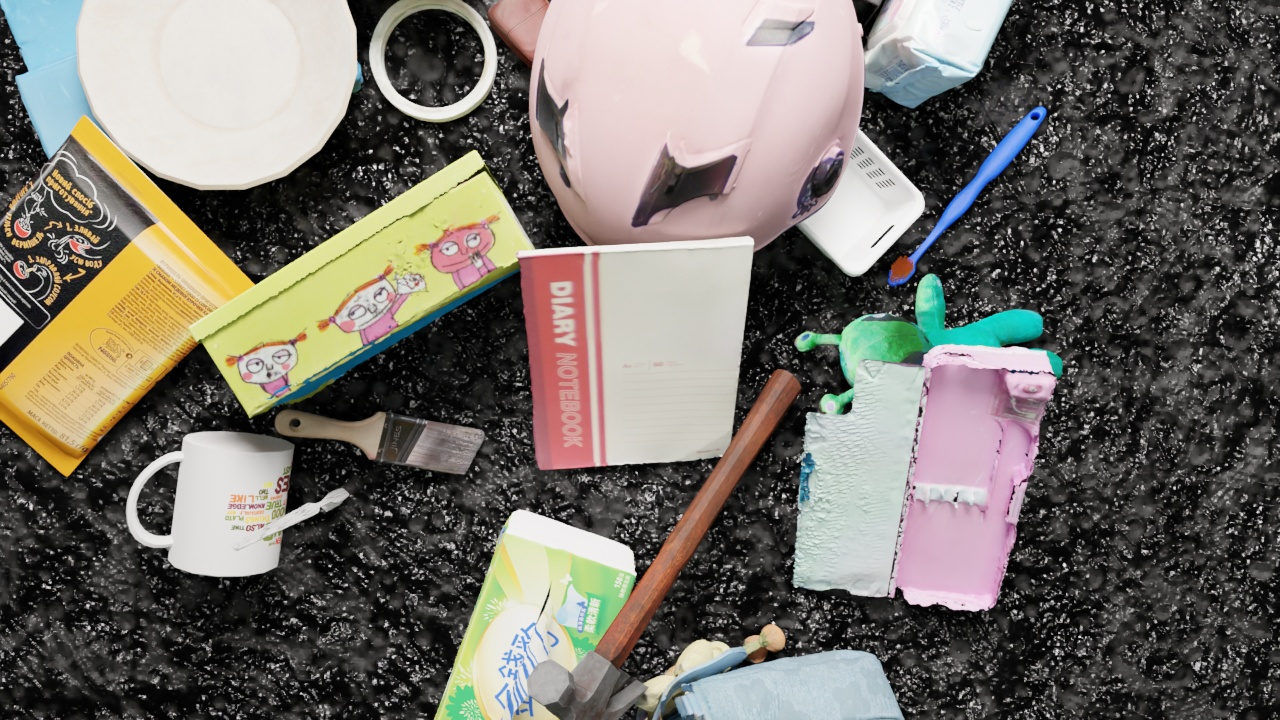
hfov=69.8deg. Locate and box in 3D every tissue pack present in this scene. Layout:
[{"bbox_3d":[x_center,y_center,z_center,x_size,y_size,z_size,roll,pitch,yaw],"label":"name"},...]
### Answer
[{"bbox_3d":[-0.081,0.223,0.657,0.120,0.141,0.197,14,93,-4],"label":"tissue pack"},{"bbox_3d":[0.226,-0.277,0.657,0.070,0.112,0.182,23,92,-6],"label":"tissue pack"}]

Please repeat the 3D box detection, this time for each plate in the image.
[{"bbox_3d":[-0.290,-0.213,0.638,0.188,0.027,0.189,0,93,-2],"label":"plate"}]

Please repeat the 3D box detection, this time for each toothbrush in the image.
[{"bbox_3d":[-0.235,0.108,0.621,0.010,0.181,0.010,44,93,0],"label":"toothbrush"},{"bbox_3d":[0.255,-0.129,0.716,0.016,0.018,0.182,41,91,23],"label":"toothbrush"}]

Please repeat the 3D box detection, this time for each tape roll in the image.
[{"bbox_3d":[-0.154,-0.227,0.687,0.093,0.013,0.093,0,94,-4],"label":"tape roll"}]

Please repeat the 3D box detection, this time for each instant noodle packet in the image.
[{"bbox_3d":[-0.405,-0.038,0.657,0.221,0.032,0.160,-40,102,12],"label":"instant noodle packet"}]

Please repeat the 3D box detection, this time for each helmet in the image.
[{"bbox_3d":[0.030,-0.183,0.606,0.230,0.152,0.255,32,96,12],"label":"helmet"}]

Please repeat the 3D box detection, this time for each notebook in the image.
[{"bbox_3d":[-0.004,0.004,0.648,0.153,0.012,0.209,-4,134,-5],"label":"notebook"}]

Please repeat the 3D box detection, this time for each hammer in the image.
[{"bbox_3d":[0.033,0.127,0.657,0.028,0.111,0.300,23,64,31],"label":"hammer"}]

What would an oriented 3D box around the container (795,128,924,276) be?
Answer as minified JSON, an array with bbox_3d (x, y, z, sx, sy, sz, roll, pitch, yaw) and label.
[{"bbox_3d":[0.139,-0.132,0.693,0.129,0.049,0.081,44,90,-5],"label":"container"}]

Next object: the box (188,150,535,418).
[{"bbox_3d":[-0.184,-0.051,0.645,0.221,0.124,0.081,-29,94,1],"label":"box"}]

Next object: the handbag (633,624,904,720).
[{"bbox_3d":[0.090,0.262,0.690,0.191,0.118,0.122,-3,134,-12],"label":"handbag"}]

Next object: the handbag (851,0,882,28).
[{"bbox_3d":[0.119,-0.370,0.671,0.196,0.072,0.176,27,92,-1],"label":"handbag"}]

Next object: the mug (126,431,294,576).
[{"bbox_3d":[-0.311,0.102,0.663,0.105,0.073,0.089,7,94,-30],"label":"mug"}]

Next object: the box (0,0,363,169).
[{"bbox_3d":[-0.341,-0.242,0.666,0.231,0.033,0.174,-22,94,-1],"label":"box"}]

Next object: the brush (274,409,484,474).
[{"bbox_3d":[-0.192,0.057,0.681,0.151,0.012,0.039,14,94,-26],"label":"brush"}]

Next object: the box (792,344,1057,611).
[{"bbox_3d":[0.196,0.091,0.671,0.159,0.035,0.231,3,124,7],"label":"box"}]

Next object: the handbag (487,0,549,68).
[{"bbox_3d":[-0.054,-0.276,0.686,0.119,0.029,0.055,-43,93,-5],"label":"handbag"}]

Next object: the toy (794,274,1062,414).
[{"bbox_3d":[0.221,0.000,0.701,0.193,0.072,0.130,-5,55,-6],"label":"toy"}]
